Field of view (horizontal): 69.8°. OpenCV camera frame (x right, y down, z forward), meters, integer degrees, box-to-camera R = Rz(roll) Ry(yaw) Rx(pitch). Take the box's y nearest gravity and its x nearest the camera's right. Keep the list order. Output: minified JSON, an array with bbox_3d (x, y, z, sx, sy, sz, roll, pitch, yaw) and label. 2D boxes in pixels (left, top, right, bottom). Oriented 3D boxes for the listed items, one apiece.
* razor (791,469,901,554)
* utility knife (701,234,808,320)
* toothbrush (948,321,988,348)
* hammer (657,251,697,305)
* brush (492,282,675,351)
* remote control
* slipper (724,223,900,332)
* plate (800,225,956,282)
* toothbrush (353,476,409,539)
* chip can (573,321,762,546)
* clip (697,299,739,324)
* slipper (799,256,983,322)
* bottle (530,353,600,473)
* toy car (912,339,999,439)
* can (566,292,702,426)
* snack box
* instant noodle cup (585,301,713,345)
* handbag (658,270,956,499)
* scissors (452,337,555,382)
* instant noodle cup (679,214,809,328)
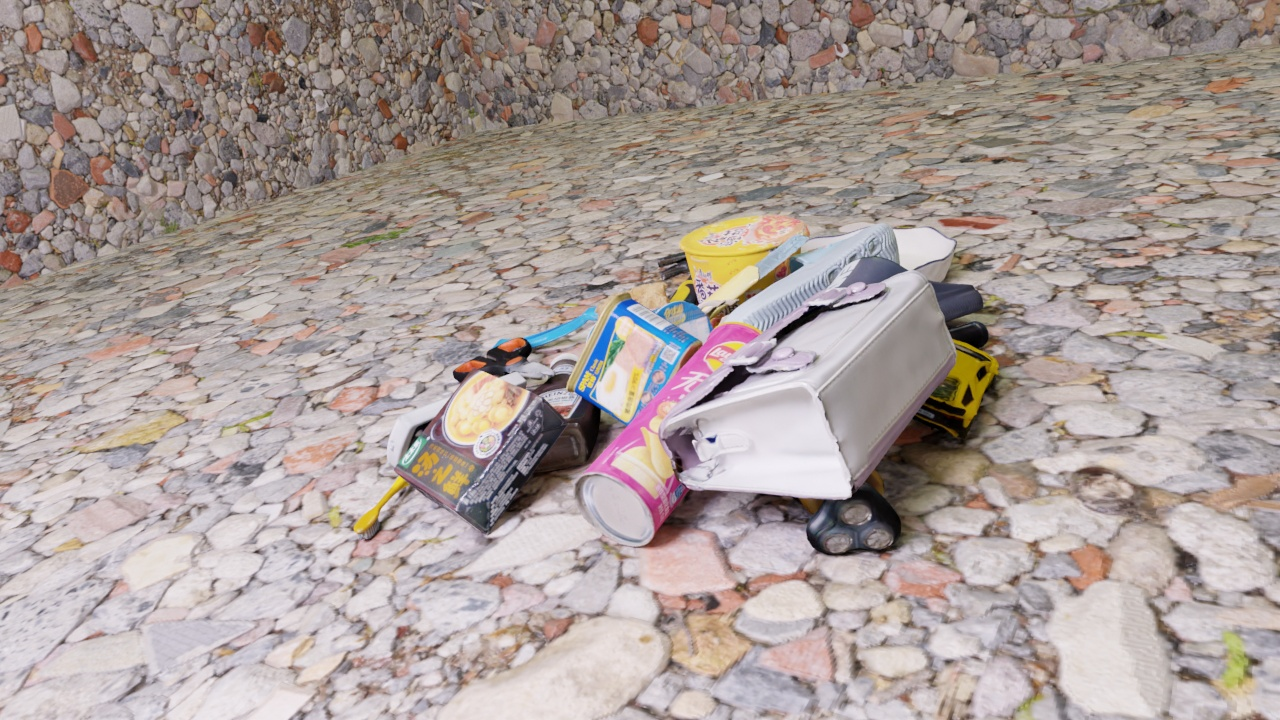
[{"bbox_3d":[0.121,0.089,0.666,0.067,0.062,0.167,-47,22,-4],"label":"razor"},{"bbox_3d":[0.087,-0.065,0.952,0.211,0.022,0.031,-42,49,26],"label":"utility knife"},{"bbox_3d":[0.232,-0.002,0.828,0.212,0.026,0.027,-14,14,-27],"label":"toothbrush"},{"bbox_3d":[0.057,-0.083,1.143,0.126,0.032,0.322,-4,23,18],"label":"hammer"},{"bbox_3d":[-0.070,-0.040,1.055,0.255,0.046,0.083,-14,26,32],"label":"brush"},{"bbox_3d":[-0.167,0.055,0.851,0.021,0.058,0.149,40,38,22],"label":"remote control"},{"bbox_3d":[0.174,-0.058,0.938,0.244,0.104,0.074,-29,26,-24],"label":"slipper"},{"bbox_3d":[0.269,-0.112,1.095,0.205,0.045,0.204,-11,21,4],"label":"plate"},{"bbox_3d":[-0.206,0.107,0.823,0.016,0.018,0.191,-3,20,14],"label":"toothbrush"},{"bbox_3d":[0.035,0.051,0.722,0.071,0.071,0.209,6,36,36],"label":"chip can"},{"bbox_3d":[0.059,-0.033,0.939,0.100,0.071,0.034,-33,-14,38],"label":"clip"},{"bbox_3d":[0.216,-0.055,0.870,0.267,0.083,0.111,-14,0,-34],"label":"slipper"},{"bbox_3d":[-0.077,0.043,0.878,0.080,0.044,0.194,-11,21,5],"label":"bottle"},{"bbox_3d":[0.255,0.014,0.764,0.071,0.041,0.155,27,34,21],"label":"toy car"},{"bbox_3d":[-0.005,0.005,0.814,0.083,0.102,0.057,32,21,13],"label":"can"},{"bbox_3d":[-0.139,0.072,0.769,0.126,0.053,0.113,18,66,44],"label":"snack box"},{"bbox_3d":[0.003,-0.009,0.914,0.099,0.099,0.110,-28,20,-36],"label":"instant noodle cup"},{"bbox_3d":[0.120,0.016,0.658,0.145,0.098,0.196,-18,11,43],"label":"handbag"},{"bbox_3d":[-0.146,0.015,0.968,0.142,0.022,0.235,-23,15,0],"label":"scissors"},{"bbox_3d":[0.119,-0.090,1.024,0.138,0.110,0.138,-10,21,4],"label":"instant noodle cup"}]
